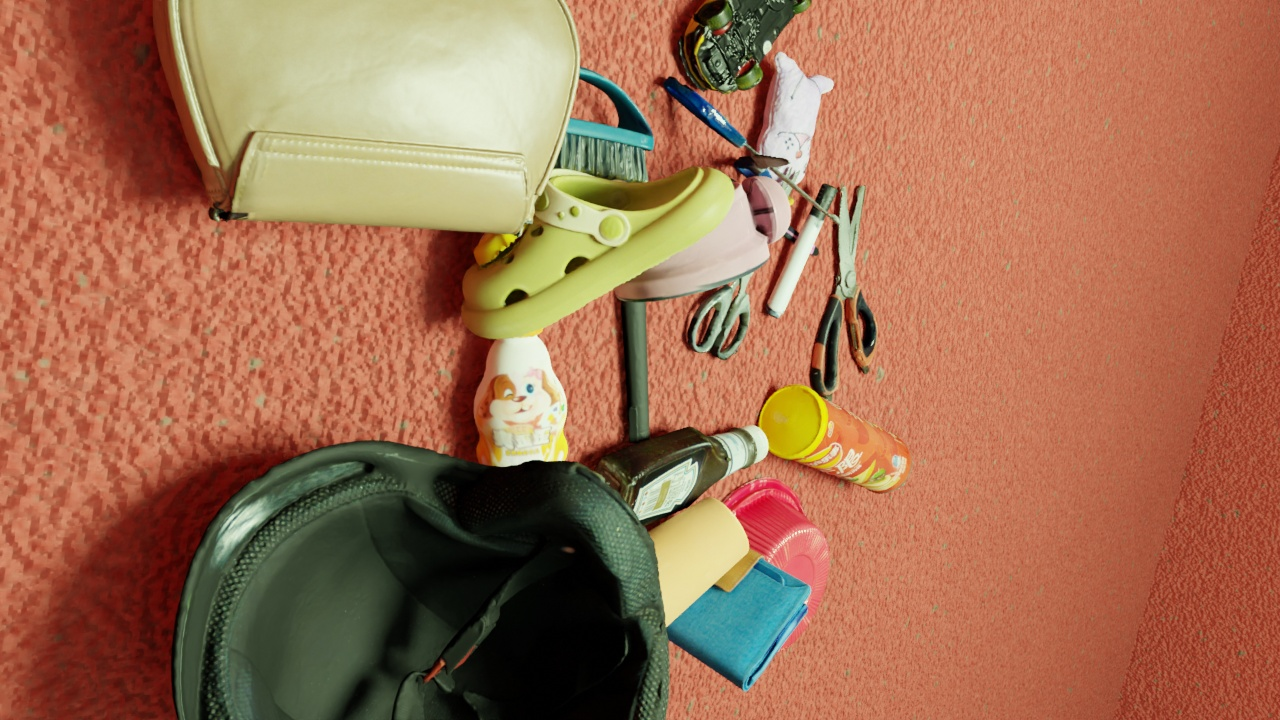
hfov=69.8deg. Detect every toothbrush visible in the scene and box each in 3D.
[{"bbox_3d":[0.115,-0.126,0.820,0.189,0.018,0.014,22,88,-51],"label":"toothbrush"}]

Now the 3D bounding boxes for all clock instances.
[{"bbox_3d":[0.044,-0.096,0.680,0.158,0.117,0.060,-27,110,-36],"label":"clock"}]

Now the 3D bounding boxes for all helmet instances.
[{"bbox_3d":[-0.121,0.177,0.517,0.274,0.231,0.232,36,52,-5],"label":"helmet"}]

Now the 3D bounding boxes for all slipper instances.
[{"bbox_3d":[-0.037,-0.085,0.575,0.191,0.091,0.081,-25,110,12],"label":"slipper"}]

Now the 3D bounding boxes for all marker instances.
[{"bbox_3d":[0.149,-0.100,0.846,0.022,0.018,0.131,14,101,-61],"label":"marker"},{"bbox_3d":[-0.004,0.004,0.731,0.022,0.020,0.132,-34,128,-53],"label":"marker"}]

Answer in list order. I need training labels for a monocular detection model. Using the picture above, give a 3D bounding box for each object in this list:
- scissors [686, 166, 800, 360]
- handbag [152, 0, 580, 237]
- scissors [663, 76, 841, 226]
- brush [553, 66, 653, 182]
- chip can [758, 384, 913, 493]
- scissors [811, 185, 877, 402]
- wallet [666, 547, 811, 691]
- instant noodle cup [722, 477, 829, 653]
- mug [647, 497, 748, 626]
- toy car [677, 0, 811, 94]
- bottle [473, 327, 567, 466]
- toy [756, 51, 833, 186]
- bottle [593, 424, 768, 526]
[{"bbox_3d":[0.087,-0.082,0.779,0.136,0.014,0.175,-24,130,-31],"label":"scissors"},{"bbox_3d":[-0.137,-0.142,0.476,0.204,0.100,0.148,-1,101,-32],"label":"handbag"},{"bbox_3d":[0.086,-0.155,0.698,0.012,0.173,0.162,-50,172,5],"label":"scissors"},{"bbox_3d":[-0.047,-0.156,0.605,0.143,0.055,0.073,-4,106,-45],"label":"brush"},{"bbox_3d":[0.205,0.086,0.941,0.216,0.073,0.073,25,84,-49],"label":"chip can"},{"bbox_3d":[0.214,-0.065,0.942,0.215,0.015,0.195,44,71,-44],"label":"scissors"},{"bbox_3d":[0.067,0.206,0.789,0.106,0.133,0.040,-46,141,-25],"label":"wallet"},{"bbox_3d":[0.126,0.215,0.906,0.193,0.066,0.194,-17,114,-43],"label":"instant noodle cup"},{"bbox_3d":[0.026,0.170,0.758,0.122,0.078,0.078,-31,125,-21],"label":"mug"},{"bbox_3d":[0.088,-0.275,0.716,0.155,0.041,0.071,-55,135,-16],"label":"toy car"},{"bbox_3d":[-0.082,0.027,0.625,0.063,0.063,0.108,-18,115,-42],"label":"bottle"},{"bbox_3d":[0.129,-0.199,0.786,0.083,0.039,0.108,2,101,-44],"label":"toy"},{"bbox_3d":[0.038,0.092,0.781,0.194,0.044,0.080,-14,133,-44],"label":"bottle"}]
